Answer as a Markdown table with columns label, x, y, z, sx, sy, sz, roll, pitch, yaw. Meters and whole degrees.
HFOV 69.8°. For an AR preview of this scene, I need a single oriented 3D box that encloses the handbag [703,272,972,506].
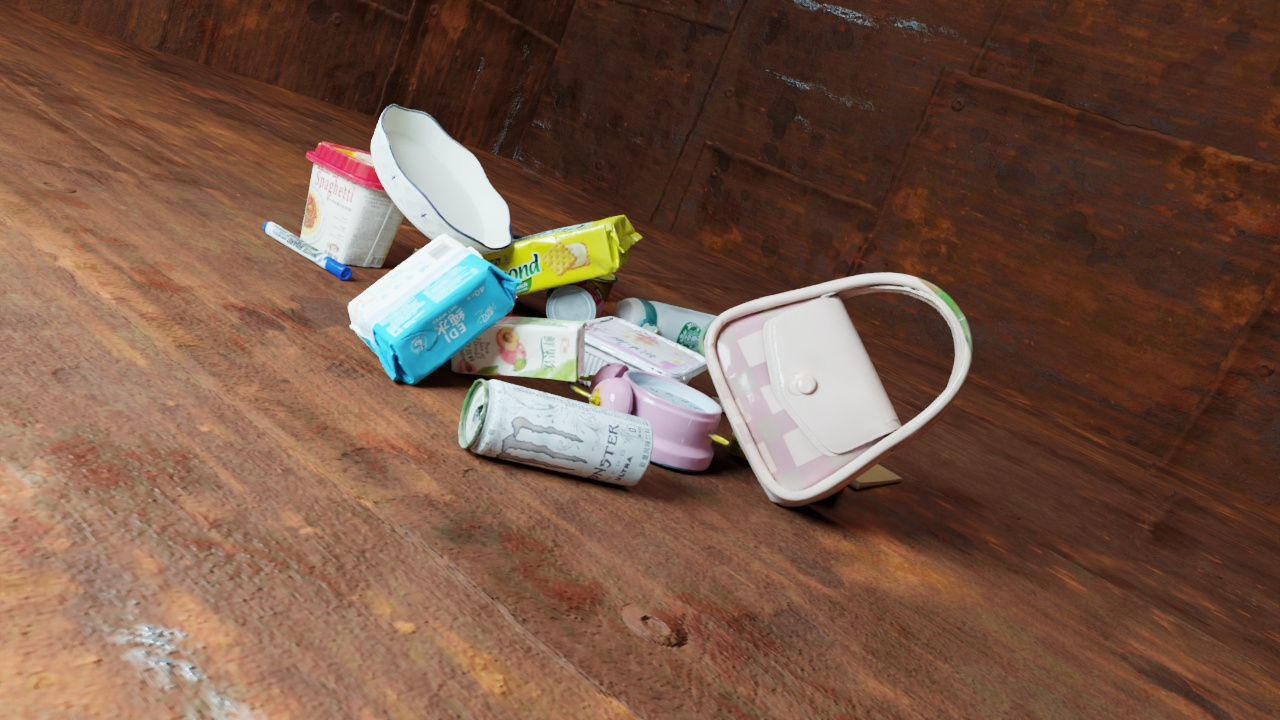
| label | x | y | z | sx | sy | sz | roll | pitch | yaw |
| --- | --- | --- | --- | --- | --- | --- | --- | --- | --- |
| handbag | 0.191 | 0.012 | 0.856 | 0.193 | 0.234 | 0.093 | 67 | 16 | 14 |

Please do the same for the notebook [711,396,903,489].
| label | x | y | z | sx | sy | sz | roll | pitch | yaw |
| --- | --- | --- | --- | --- | --- | --- | --- | --- | --- |
| notebook | 0.204 | 0.098 | 1.124 | 0.211 | 0.012 | 0.149 | 30 | 14 | 32 |

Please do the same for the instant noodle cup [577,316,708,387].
| label | x | y | z | sx | sy | sz | roll | pitch | yaw |
| --- | --- | --- | --- | --- | --- | --- | --- | --- | --- |
| instant noodle cup | -0.006 | 0.006 | 1.036 | 0.138 | 0.060 | 0.173 | 25 | 14 | 13 |

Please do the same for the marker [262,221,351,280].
| label | x | y | z | sx | sy | sz | roll | pitch | yaw |
| --- | --- | --- | --- | --- | --- | --- | --- | --- | --- |
| marker | -0.382 | -0.127 | 1.046 | 0.146 | 0.017 | 0.016 | 29 | 14 | 27 |

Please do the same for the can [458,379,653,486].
| label | x | y | z | sx | sy | sz | roll | pitch | yaw |
| --- | --- | --- | --- | --- | --- | --- | --- | --- | --- |
| can | -0.065 | 0.058 | 0.721 | 0.146 | 0.058 | 0.058 | 16 | 14 | -26 |

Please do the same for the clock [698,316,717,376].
| label | x | y | z | sx | sy | sz | roll | pitch | yaw |
| --- | --- | --- | --- | --- | --- | --- | --- | --- | --- |
| clock | 0.154 | -0.020 | 1.251 | 0.161 | 0.056 | 0.116 | -29 | 44 | -16 |

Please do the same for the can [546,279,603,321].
| label | x | y | z | sx | sy | sz | roll | pitch | yaw |
| --- | --- | --- | --- | --- | --- | --- | --- | --- | --- |
| can | -0.084 | -0.073 | 1.215 | 0.066 | 0.066 | 0.093 | 22 | 13 | 1 |

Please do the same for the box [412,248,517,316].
| label | x | y | z | sx | sy | sz | roll | pitch | yaw |
| --- | --- | --- | --- | --- | --- | --- | --- | --- | --- |
| box | -0.190 | -0.073 | 0.960 | 0.091 | 0.077 | 0.168 | 20 | 6 | -27 |

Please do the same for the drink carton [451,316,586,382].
| label | x | y | z | sx | sy | sz | roll | pitch | yaw |
| --- | --- | --- | --- | --- | --- | --- | --- | --- | --- |
| drink carton | -0.113 | -0.013 | 0.860 | 0.122 | 0.053 | 0.045 | 4 | 16 | 9 |

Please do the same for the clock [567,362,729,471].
| label | x | y | z | sx | sy | sz | roll | pitch | yaw |
| --- | --- | --- | --- | --- | --- | --- | --- | --- | --- |
| clock | 0.004 | 0.048 | 0.877 | 0.158 | 0.060 | 0.117 | 19 | 12 | -6 |

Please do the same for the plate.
| label | x | y | z | sx | sy | sz | roll | pitch | yaw |
| --- | --- | --- | --- | --- | --- | --- | --- | --- | --- |
| plate | -0.235 | -0.205 | 1.080 | 0.205 | 0.046 | 0.204 | 47 | 21 | -25 |

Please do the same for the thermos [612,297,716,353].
| label | x | y | z | sx | sy | sz | roll | pitch | yaw |
| --- | --- | --- | --- | --- | --- | --- | --- | --- | --- |
| thermos | 0.056 | -0.044 | 1.335 | 0.223 | 0.073 | 0.073 | 10 | 18 | -42 |

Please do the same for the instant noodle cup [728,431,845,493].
| label | x | y | z | sx | sy | sz | roll | pitch | yaw |
| --- | --- | --- | --- | --- | --- | --- | --- | --- | --- |
| instant noodle cup | 0.165 | 0.072 | 0.962 | 0.124 | 0.116 | 0.116 | 13 | 9 | 15 |

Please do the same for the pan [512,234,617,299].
| label | x | y | z | sx | sy | sz | roll | pitch | yaw |
| --- | --- | --- | --- | --- | --- | --- | --- | --- | --- |
| pan | -0.190 | -0.185 | 1.475 | 0.356 | 0.078 | 0.198 | 12 | 16 | -39 |

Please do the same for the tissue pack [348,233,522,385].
| label | x | y | z | sx | sy | sz | roll | pitch | yaw |
| --- | --- | --- | --- | --- | --- | --- | --- | --- | --- |
| tissue pack | -0.182 | -0.046 | 0.810 | 0.090 | 0.139 | 0.063 | 34 | -22 | 41 |

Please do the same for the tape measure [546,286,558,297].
| label | x | y | z | sx | sy | sz | roll | pitch | yaw |
| --- | --- | --- | --- | --- | --- | --- | --- | --- | --- |
| tape measure | -0.108 | -0.095 | 1.364 | 0.054 | 0.025 | 0.058 | 28 | 18 | 16 |

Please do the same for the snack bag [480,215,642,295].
| label | x | y | z | sx | sy | sz | roll | pitch | yaw |
| --- | --- | --- | --- | --- | --- | --- | --- | --- | --- |
| snack bag | -0.124 | -0.130 | 1.185 | 0.247 | 0.068 | 0.158 | -11 | 11 | 8 |

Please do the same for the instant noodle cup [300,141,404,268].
| label | x | y | z | sx | sy | sz | roll | pitch | yaw |
| --- | --- | --- | --- | --- | --- | --- | --- | --- | --- |
| instant noodle cup | -0.343 | -0.184 | 1.105 | 0.116 | 0.124 | 0.116 | 27 | 13 | 25 |
